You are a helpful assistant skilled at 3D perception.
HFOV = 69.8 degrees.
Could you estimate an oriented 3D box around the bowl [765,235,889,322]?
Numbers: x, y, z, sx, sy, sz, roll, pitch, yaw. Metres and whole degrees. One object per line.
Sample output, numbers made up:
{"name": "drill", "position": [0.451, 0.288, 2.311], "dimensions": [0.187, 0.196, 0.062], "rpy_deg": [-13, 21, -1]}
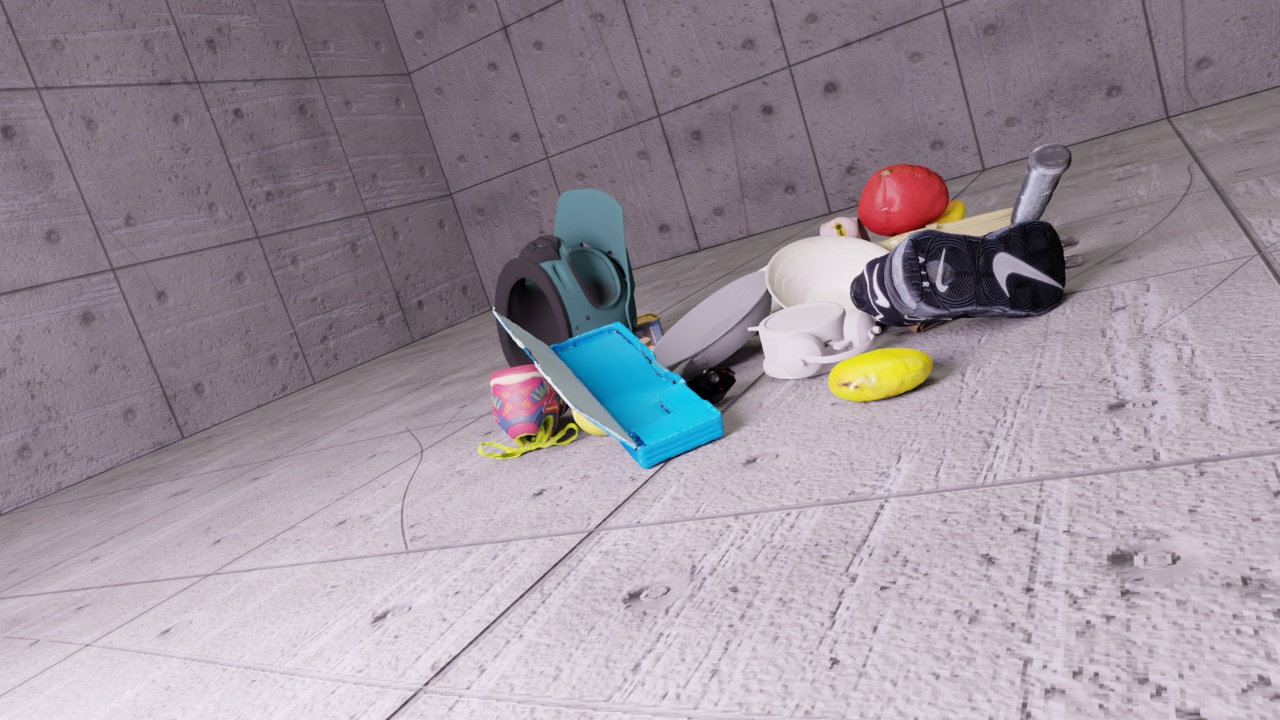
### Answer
{"name": "bowl", "position": [0.244, -0.083, 1.152], "dimensions": [0.177, 0.058, 0.176], "rpy_deg": [-2, 44, 2]}

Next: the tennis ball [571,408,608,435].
{"name": "tennis ball", "position": [-0.044, 0.050, 1.018], "dimensions": [0.065, 0.065, 0.065], "rpy_deg": [-18, 9, 3]}

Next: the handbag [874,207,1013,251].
{"name": "handbag", "position": [0.423, -0.152, 1.257], "dimensions": [0.233, 0.088, 0.190], "rpy_deg": [-15, 6, 15]}

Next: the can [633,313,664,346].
{"name": "can", "position": [0.008, -0.038, 1.453], "dimensions": [0.054, 0.059, 0.100], "rpy_deg": [-19, 9, -7]}

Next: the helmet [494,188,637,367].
{"name": "helmet", "position": [-0.097, -0.096, 1.344], "dimensions": [0.177, 0.275, 0.199], "rpy_deg": [19, 39, 29]}

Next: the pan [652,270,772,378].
{"name": "pan", "position": [0.067, -0.006, 1.143], "dimensions": [0.201, 0.051, 0.355], "rpy_deg": [-29, 17, 35]}

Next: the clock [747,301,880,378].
{"name": "clock", "position": [0.192, -0.018, 1.003], "dimensions": [0.119, 0.061, 0.159], "rpy_deg": [-22, 19, -16]}

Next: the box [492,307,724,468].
{"name": "box", "position": [-0.044, 0.026, 0.924], "dimensions": [0.170, 0.070, 0.243], "rpy_deg": [5, 20, -29]}

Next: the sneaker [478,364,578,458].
{"name": "sneaker", "position": [-0.129, 0.069, 1.083], "dimensions": [0.116, 0.091, 0.242], "rpy_deg": [-12, -10, 2]}

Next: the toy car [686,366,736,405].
{"name": "toy car", "position": [0.062, 0.036, 0.996], "dimensions": [0.091, 0.036, 0.042], "rpy_deg": [-28, 8, 0]}

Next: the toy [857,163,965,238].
{"name": "toy", "position": [0.401, -0.211, 1.360], "dimensions": [0.148, 0.098, 0.216], "rpy_deg": [-16, -31, 30]}

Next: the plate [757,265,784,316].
{"name": "plate", "position": [0.197, -0.094, 1.426], "dimensions": [0.230, 0.030, 0.229], "rpy_deg": [-34, 16, 11]}

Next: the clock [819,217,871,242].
{"name": "clock", "position": [0.311, -0.157, 1.365], "dimensions": [0.059, 0.117, 0.157], "rpy_deg": [-20, -2, 22]}

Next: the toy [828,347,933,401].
{"name": "toy", "position": [0.217, 0.011, 0.834], "dimensions": [0.094, 0.041, 0.096], "rpy_deg": [-19, 8, -39]}

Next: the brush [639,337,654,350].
{"name": "brush", "position": [-0.007, 0.007, 1.262], "dimensions": [0.039, 0.049, 0.116], "rpy_deg": [12, 21, 23]}

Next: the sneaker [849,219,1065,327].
{"name": "sneaker", "position": [0.326, -0.081, 0.969], "dimensions": [0.252, 0.097, 0.151], "rpy_deg": [-7, -3, -29]}

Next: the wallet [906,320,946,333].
{"name": "wallet", "position": [0.332, -0.076, 1.068], "dimensions": [0.121, 0.027, 0.098], "rpy_deg": [-20, 38, -22]}

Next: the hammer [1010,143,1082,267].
{"name": "hammer", "position": [0.425, -0.153, 0.993], "dimensions": [0.141, 0.036, 0.326], "rpy_deg": [-7, -14, 13]}
